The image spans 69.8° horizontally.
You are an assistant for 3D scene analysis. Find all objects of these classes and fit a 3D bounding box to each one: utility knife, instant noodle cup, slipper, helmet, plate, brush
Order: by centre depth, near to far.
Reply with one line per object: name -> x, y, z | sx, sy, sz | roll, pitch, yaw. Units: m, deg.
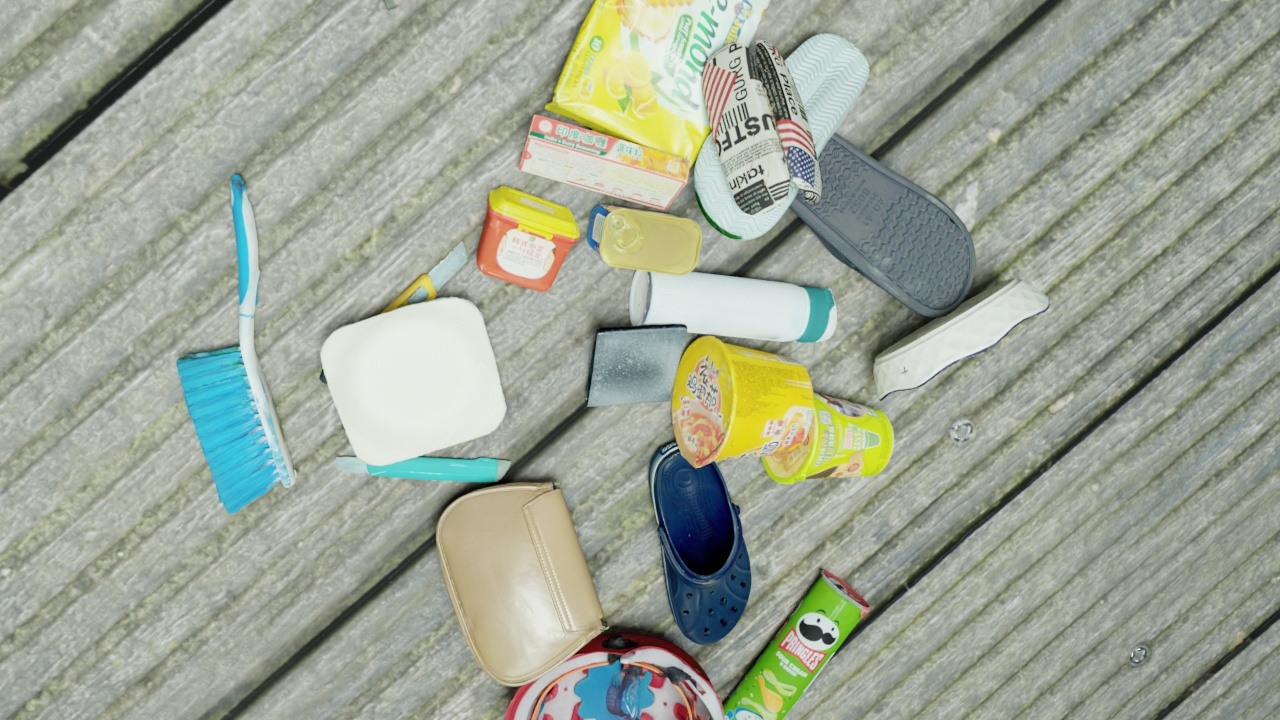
brush -> -0.392, -0.012, 0.883 | 0.109, 0.060, 0.315 | -16, 107, -15
slipper -> 0.139, -0.225, 0.921 | 0.104, 0.074, 0.245 | 36, 77, 5
utility knife -> -0.247, -0.046, 0.925 | 0.202, 0.015, 0.033 | -44, 114, 1
plate -> -0.228, 0.017, 0.930 | 0.163, 0.034, 0.164 | -16, 119, -13
utility knife -> -0.230, 0.113, 0.978 | 0.182, 0.013, 0.029 | 5, 101, -17
instant noodle cup -> 0.111, 0.046, 0.989 | 0.109, 0.138, 0.138 | 5, 105, -25
slipper -> 0.245, -0.155, 0.994 | 0.268, 0.083, 0.110 | 38, 92, -2
plate -> 0.340, -0.027, 0.996 | 0.205, 0.205, 0.045 | -31, 85, -4
instant noodle cup -> 0.216, 0.088, 1.041 | 0.123, 0.112, 0.112 | 7, 104, -24
slipper -> 0.076, 0.213, 1.046 | 0.105, 0.095, 0.253 | -14, 105, -8
helmet -> -0.028, 0.403, 1.051 | 0.240, 0.144, 0.207 | 12, 96, 0

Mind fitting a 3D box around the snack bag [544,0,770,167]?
snack bag -> 0.021, -0.317, 0.887 | 0.158, 0.068, 0.247 | 22, 100, -19

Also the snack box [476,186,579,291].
snack box -> -0.115, -0.117, 0.906 | 0.091, 0.082, 0.080 | 17, 111, -18

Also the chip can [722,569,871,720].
chip can -> 0.185, 0.374, 1.132 | 0.072, 0.072, 0.236 | 33, 96, -21

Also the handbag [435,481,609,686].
handbag -> -0.128, 0.231, 0.976 | 0.147, 0.100, 0.204 | -19, 81, -3

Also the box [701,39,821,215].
box -> 0.119, -0.216, 0.856 | 0.086, 0.076, 0.162 | -5, 76, -40

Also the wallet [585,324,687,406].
wallet -> -0.006, 0.006, 0.974 | 0.097, 0.019, 0.121 | -4, 140, -14

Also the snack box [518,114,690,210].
snack box -> -0.036, -0.190, 0.894 | 0.155, 0.077, 0.027 | 14, 75, -11

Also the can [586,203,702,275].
can -> 0.001, -0.125, 0.930 | 0.102, 0.083, 0.057 | 6, 104, -16

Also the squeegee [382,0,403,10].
squeegee -> -0.144, -0.469, 0.815 | 0.249, 0.040, 0.248 | -19, 126, -14

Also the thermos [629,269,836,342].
thermos -> 0.103, -0.056, 0.988 | 0.224, 0.073, 0.073 | 5, 104, -16
